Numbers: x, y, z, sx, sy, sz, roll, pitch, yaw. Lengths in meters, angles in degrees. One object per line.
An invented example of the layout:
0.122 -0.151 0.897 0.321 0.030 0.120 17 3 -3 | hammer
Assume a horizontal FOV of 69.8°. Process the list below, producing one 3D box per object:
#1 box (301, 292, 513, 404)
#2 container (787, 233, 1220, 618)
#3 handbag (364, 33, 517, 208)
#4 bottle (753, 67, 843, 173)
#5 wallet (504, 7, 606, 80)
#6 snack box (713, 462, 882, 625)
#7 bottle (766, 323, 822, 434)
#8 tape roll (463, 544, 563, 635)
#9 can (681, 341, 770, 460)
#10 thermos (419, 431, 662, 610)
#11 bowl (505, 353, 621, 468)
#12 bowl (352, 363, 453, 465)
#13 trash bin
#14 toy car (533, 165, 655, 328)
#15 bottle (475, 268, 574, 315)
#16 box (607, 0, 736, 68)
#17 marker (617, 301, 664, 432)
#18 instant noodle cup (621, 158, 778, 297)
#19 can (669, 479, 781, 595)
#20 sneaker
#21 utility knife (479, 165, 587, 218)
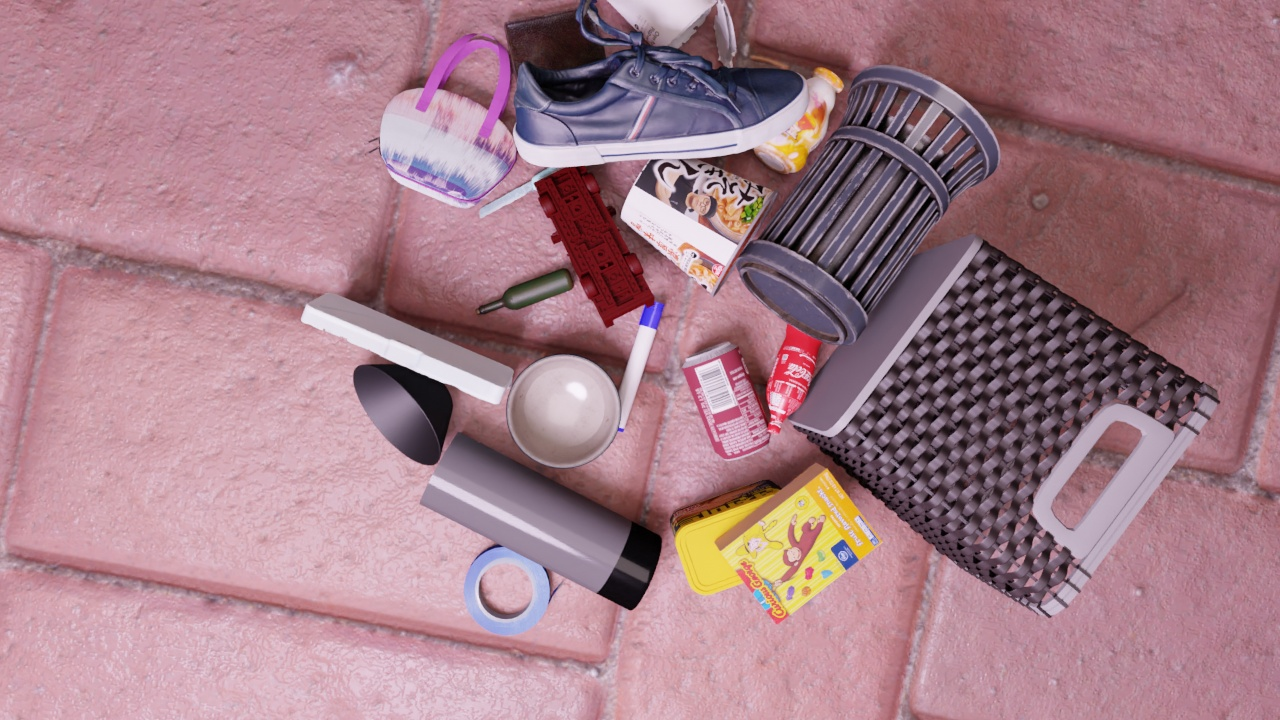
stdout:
-0.218 -0.015 0.898 0.197 0.136 0.043 24 93 -4 | box
0.319 0.049 0.885 0.243 0.245 0.247 37 89 -1 | container
-0.186 -0.251 0.934 0.144 0.068 0.170 22 84 -5 | handbag
0.165 -0.250 0.950 0.063 0.063 0.109 35 90 -4 | bottle
-0.081 -0.300 0.951 0.099 0.031 0.120 -14 90 -6 | wallet
0.149 0.173 0.873 0.126 0.040 0.088 -38 94 -2 | snack box
0.159 0.010 0.954 0.042 0.042 0.141 23 72 -4 | bottle
-0.141 0.242 0.972 0.093 0.016 0.091 39 90 -4 | tape roll
0.090 0.042 0.956 0.063 0.063 0.114 -22 93 -3 | can
-0.098 0.165 0.940 0.240 0.082 0.082 28 90 -4 | thermos
-0.079 0.050 0.948 0.115 0.059 0.115 0 92 -4 | bowl
-0.228 0.042 0.929 0.124 0.124 0.052 51 55 -4 | bowl
0.212 -0.142 0.895 0.164 0.164 0.227 37 84 -4 | trash bin
-0.046 -0.116 0.939 0.070 0.062 0.169 -26 73 -3 | toy car
-0.122 -0.068 0.958 0.106 0.025 0.025 -20 93 -3 | bottle
0.040 -0.354 0.932 0.091 0.081 0.161 -44 96 -13 | box
-0.006 0.006 0.972 0.020 0.020 0.141 18 91 -4 | marker
0.054 -0.148 0.926 0.122 0.123 0.123 32 90 5 | instant noodle cup
0.099 0.176 0.943 0.131 0.101 0.072 -19 93 -3 | can
0.021 -0.271 0.877 0.294 0.120 0.127 -7 137 -7 | sneaker
-0.095 -0.192 0.962 0.168 0.015 0.022 -29 81 1 | utility knife
